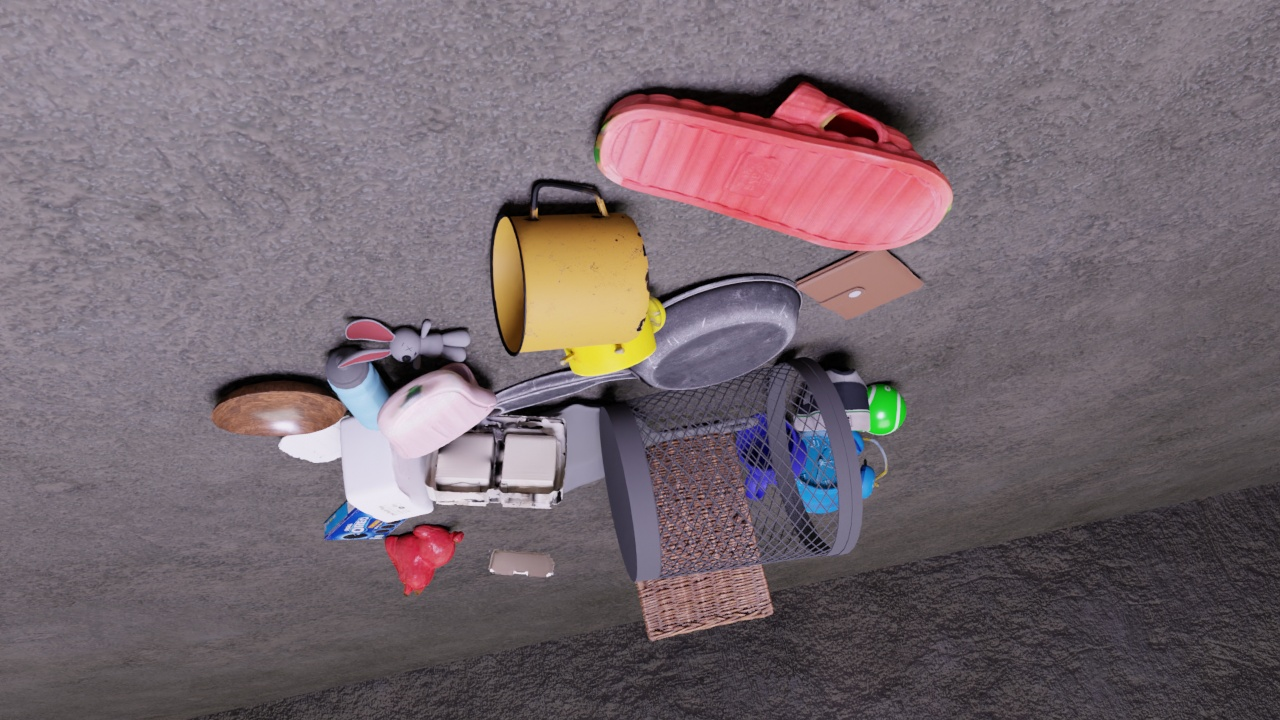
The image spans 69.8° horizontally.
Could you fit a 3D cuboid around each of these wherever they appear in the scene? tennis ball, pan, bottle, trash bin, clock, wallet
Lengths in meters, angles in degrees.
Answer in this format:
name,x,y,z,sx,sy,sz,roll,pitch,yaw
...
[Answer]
name,x,y,z,sx,sy,sz,roll,pitch,yaw
tennis ball,0.306,0.063,1.174,0.065,0.065,0.065,-11,157,-5
pan,-0.006,0.005,0.915,0.357,0.055,0.187,-23,157,15
bottle,-0.252,0.026,0.831,0.040,0.040,0.130,-10,157,-5
trash bin,0.086,0.122,0.987,0.227,0.217,0.218,-10,157,-9
clock,0.270,0.150,1.304,0.161,0.116,0.060,-11,145,-6
wallet,0.211,-0.072,0.876,0.088,0.013,0.120,-25,154,28
clock,-0.025,-0.030,0.777,0.083,0.057,0.118,-11,-164,21
pan,-0.027,0.092,1.101,0.354,0.024,0.217,-7,148,-13

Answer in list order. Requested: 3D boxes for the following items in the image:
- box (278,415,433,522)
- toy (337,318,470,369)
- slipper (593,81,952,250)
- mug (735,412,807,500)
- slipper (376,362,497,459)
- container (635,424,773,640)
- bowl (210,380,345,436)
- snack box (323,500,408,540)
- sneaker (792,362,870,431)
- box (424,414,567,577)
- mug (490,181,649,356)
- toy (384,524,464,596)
name,x,y,z,sx,sy,sz,roll,pitch,yaw
box,-0.298,0.106,0.938,0.136,0.120,0.109,-15,157,1
toy,-0.199,-0.013,0.780,0.111,0.030,0.049,0,126,-34
slipper,0.093,-0.137,0.609,0.248,0.059,0.104,11,150,-14
mug,0.168,0.133,1.215,0.079,0.111,0.083,21,170,25
slipper,-0.194,0.045,0.850,0.106,0.055,0.222,-35,174,-6
container,0.064,0.228,1.233,0.162,0.249,0.183,-12,167,1
bowl,-0.330,0.039,0.839,0.114,0.026,0.102,6,151,-35
snack box,-0.358,0.206,1.217,0.082,0.027,0.151,5,152,-34
sneaker,0.231,0.046,1.104,0.084,0.079,0.235,-1,175,4
box,-0.151,0.149,0.950,0.143,0.186,0.070,3,141,-2
mug,-0.051,-0.068,0.659,0.094,0.100,0.124,-6,116,-21
toy,-0.308,0.296,1.370,0.133,0.094,0.088,-24,155,21
